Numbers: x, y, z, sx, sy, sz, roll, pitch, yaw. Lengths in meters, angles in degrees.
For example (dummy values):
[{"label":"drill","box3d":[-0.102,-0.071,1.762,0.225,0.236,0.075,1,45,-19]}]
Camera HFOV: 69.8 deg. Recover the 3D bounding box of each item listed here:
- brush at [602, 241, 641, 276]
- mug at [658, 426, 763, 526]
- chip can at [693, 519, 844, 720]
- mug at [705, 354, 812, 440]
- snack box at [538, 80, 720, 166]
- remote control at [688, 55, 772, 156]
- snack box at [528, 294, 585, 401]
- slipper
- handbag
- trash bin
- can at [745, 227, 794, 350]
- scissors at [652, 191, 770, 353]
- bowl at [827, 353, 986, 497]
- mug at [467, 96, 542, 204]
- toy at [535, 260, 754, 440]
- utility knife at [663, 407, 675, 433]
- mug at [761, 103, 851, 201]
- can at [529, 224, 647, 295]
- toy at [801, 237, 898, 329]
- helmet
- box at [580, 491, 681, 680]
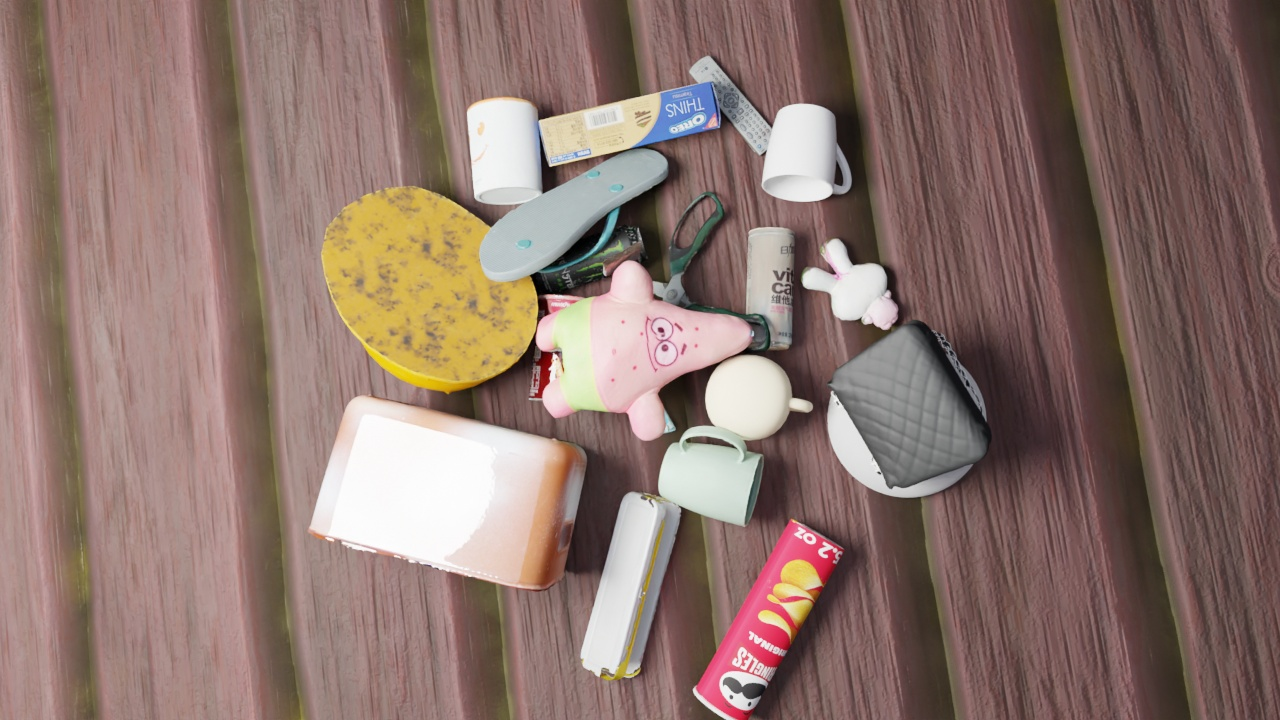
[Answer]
[{"label":"brush","box3d":[-0.023,-0.100,1.024,0.045,0.143,0.008,-29,84,-8]},{"label":"mug","box3d":[0.079,0.121,1.020,0.104,0.083,0.111,13,127,15]},{"label":"chip can","box3d":[0.143,0.288,1.017,0.069,0.069,0.220,30,88,6]},{"label":"mug","box3d":[0.133,0.043,1.022,0.120,0.100,0.096,9,86,5]},{"label":"snack box","box3d":[-0.012,-0.276,1.074,0.207,0.056,0.057,-12,106,3]},{"label":"remote control","box3d":[0.111,-0.305,1.095,0.033,0.013,0.136,-39,83,1]},{"label":"snack box","box3d":[-0.089,-0.011,1.058,0.072,0.072,0.121,4,86,4]},{"label":"slipper","box3d":[-0.077,-0.161,1.048,0.098,0.055,0.268,32,59,32]},{"label":"handbag","box3d":[0.280,0.046,0.963,0.125,0.114,0.153,-32,87,24]},{"label":"trash bin","box3d":[-0.196,0.139,1.001,0.260,0.181,0.157,14,85,6]},{"label":"can","box3d":[0.149,-0.081,1.054,0.054,0.054,0.135,3,86,4]},{"label":"scissors","box3d":[0.079,-0.089,1.052,0.204,0.015,0.201,27,86,26]},{"label":"bowl","box3d":[0.302,0.066,1.025,0.176,0.066,0.176,0,85,4]},{"label":"mug","box3d":[-0.158,-0.244,1.077,0.082,0.082,0.105,-5,86,4]},{"label":"toy","box3d":[0.004,-0.011,0.984,0.237,0.096,0.192,-9,93,3]},{"label":"utility knife","box3d":[-0.006,0.006,1.078,0.022,0.015,0.176,-26,85,1]},{"label":"mug","box3d":[0.199,-0.235,1.059,0.114,0.081,0.087,14,79,-26]},{"label":"can","box3d":[-0.063,-0.117,1.073,0.138,0.054,0.054,-17,84,3]},{"label":"toy","box3d":[0.245,-0.083,1.056,0.122,0.038,0.079,42,77,7]},{"label":"helmet","box3d":[-0.241,-0.057,1.042,0.204,0.132,0.255,-34,76,-30]},{"label":"box","box3d":[-0.013,0.255,1.045,0.067,0.070,0.210,12,86,25]}]
